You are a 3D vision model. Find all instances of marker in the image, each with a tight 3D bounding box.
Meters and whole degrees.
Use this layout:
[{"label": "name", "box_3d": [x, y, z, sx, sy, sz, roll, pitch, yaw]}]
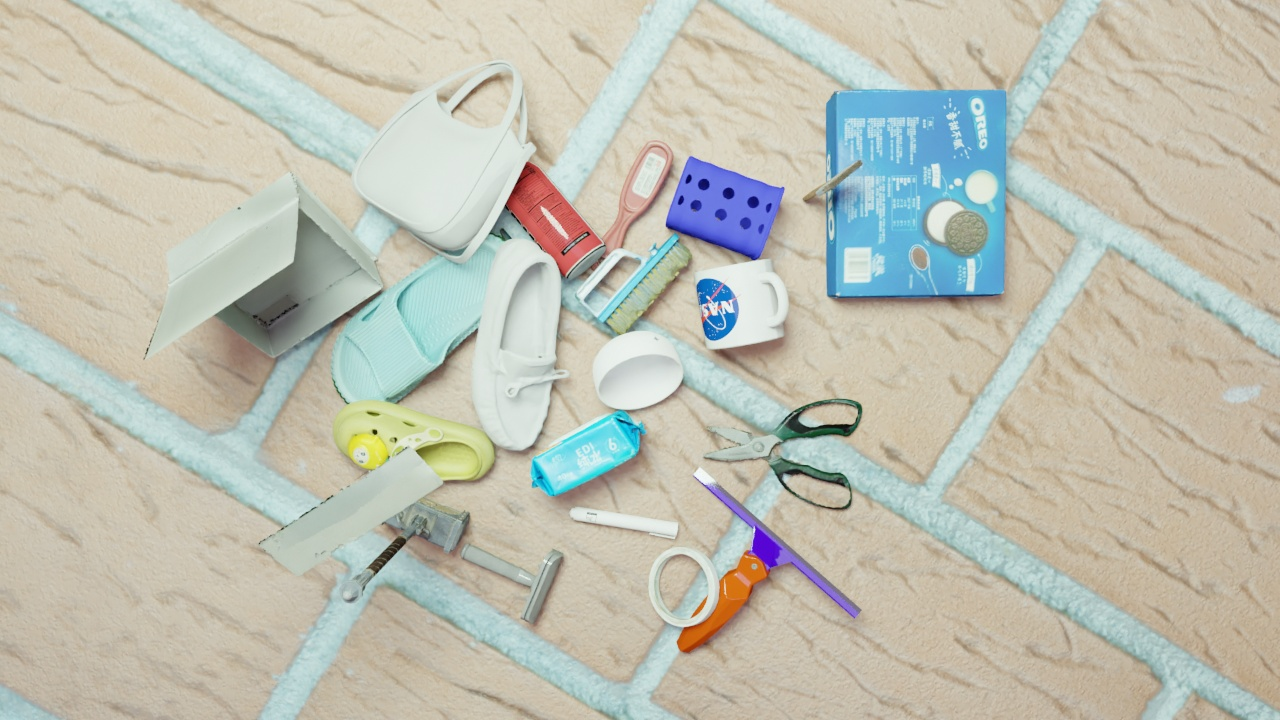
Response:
[{"label": "marker", "box_3d": [-0.020, 0.196, 1.112, 0.133, 0.017, 0.020, 9, 95, -1]}]

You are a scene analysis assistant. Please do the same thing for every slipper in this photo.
[{"label": "slipper", "box_3d": [-0.267, 0.110, 1.067, 0.190, 0.081, 0.092, 12, 124, -6]}, {"label": "slipper", "box_3d": [-0.133, -0.012, 1.052, 0.112, 0.074, 0.247, 1, 107, -22]}, {"label": "slipper", "box_3d": [-0.256, -0.046, 1.064, 0.276, 0.069, 0.116, -38, 89, 8]}]

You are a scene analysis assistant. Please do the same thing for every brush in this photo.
[{"label": "brush", "box_3d": [0.204, -0.193, 1.023, 0.045, 0.143, 0.008, -39, 94, -7]}, {"label": "brush", "box_3d": [-0.012, -0.180, 1.082, 0.041, 0.030, 0.172, 28, 107, -4]}, {"label": "brush", "box_3d": [-0.007, -0.100, 1.073, 0.075, 0.055, 0.136, 42, 92, -8]}]

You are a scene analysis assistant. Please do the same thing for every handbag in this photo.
[{"label": "handbag", "box_3d": [-0.196, -0.236, 1.030, 0.216, 0.095, 0.222, 31, 84, 27]}]

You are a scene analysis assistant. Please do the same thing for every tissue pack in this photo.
[{"label": "tissue pack", "box_3d": [-0.059, 0.105, 1.070, 0.144, 0.093, 0.061, -26, 86, 1]}]

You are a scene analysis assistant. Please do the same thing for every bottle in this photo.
[{"label": "bottle", "box_3d": [-0.117, -0.179, 1.062, 0.062, 0.062, 0.176, -40, 87, 2]}]

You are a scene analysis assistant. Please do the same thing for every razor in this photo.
[{"label": "razor", "box_3d": [-0.163, 0.252, 1.107, 0.116, 0.047, 0.088, 23, 93, 6]}]

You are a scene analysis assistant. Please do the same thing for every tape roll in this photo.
[{"label": "tape roll", "box_3d": [0.051, 0.270, 1.094, 0.093, 0.013, 0.093, -6, 80, 35]}]

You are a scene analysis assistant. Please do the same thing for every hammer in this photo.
[{"label": "hammer", "box_3d": [-0.257, 0.195, 0.959, 0.098, 0.322, 0.044, 23, 93, -2]}]

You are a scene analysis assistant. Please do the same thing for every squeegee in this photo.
[{"label": "squeegee", "box_3d": [0.105, 0.281, 1.098, 0.249, 0.055, 0.185, 41, 105, 11]}]

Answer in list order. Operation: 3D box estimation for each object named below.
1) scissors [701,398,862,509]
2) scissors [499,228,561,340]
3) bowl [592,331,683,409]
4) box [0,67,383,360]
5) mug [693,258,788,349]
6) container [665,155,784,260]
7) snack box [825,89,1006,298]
[{"label": "scissors", "box_3d": [0.174, 0.127, 1.110, 0.209, 0.015, 0.154, -11, 95, 0]}, {"label": "scissors", "box_3d": [-0.135, -0.093, 1.092, 0.129, 0.019, 0.139, 11, 96, -1]}, {"label": "bowl", "box_3d": [-0.006, 0.006, 1.065, 0.105, 0.105, 0.054, -20, 53, 1]}, {"label": "box", "box_3d": [-0.406, -0.100, 0.850, 0.167, 0.506, 0.148, -33, 89, 3]}, {"label": "mug", "box_3d": [0.123, -0.066, 1.046, 0.090, 0.121, 0.090, -13, 95, -36]}, {"label": "container", "box_3d": [0.094, -0.174, 1.054, 0.113, 0.085, 0.084, 20, 93, 0]}, {"label": "snack box", "box_3d": [0.318, -0.192, 1.068, 0.195, 0.056, 0.239, -1, 93, 0]}]
